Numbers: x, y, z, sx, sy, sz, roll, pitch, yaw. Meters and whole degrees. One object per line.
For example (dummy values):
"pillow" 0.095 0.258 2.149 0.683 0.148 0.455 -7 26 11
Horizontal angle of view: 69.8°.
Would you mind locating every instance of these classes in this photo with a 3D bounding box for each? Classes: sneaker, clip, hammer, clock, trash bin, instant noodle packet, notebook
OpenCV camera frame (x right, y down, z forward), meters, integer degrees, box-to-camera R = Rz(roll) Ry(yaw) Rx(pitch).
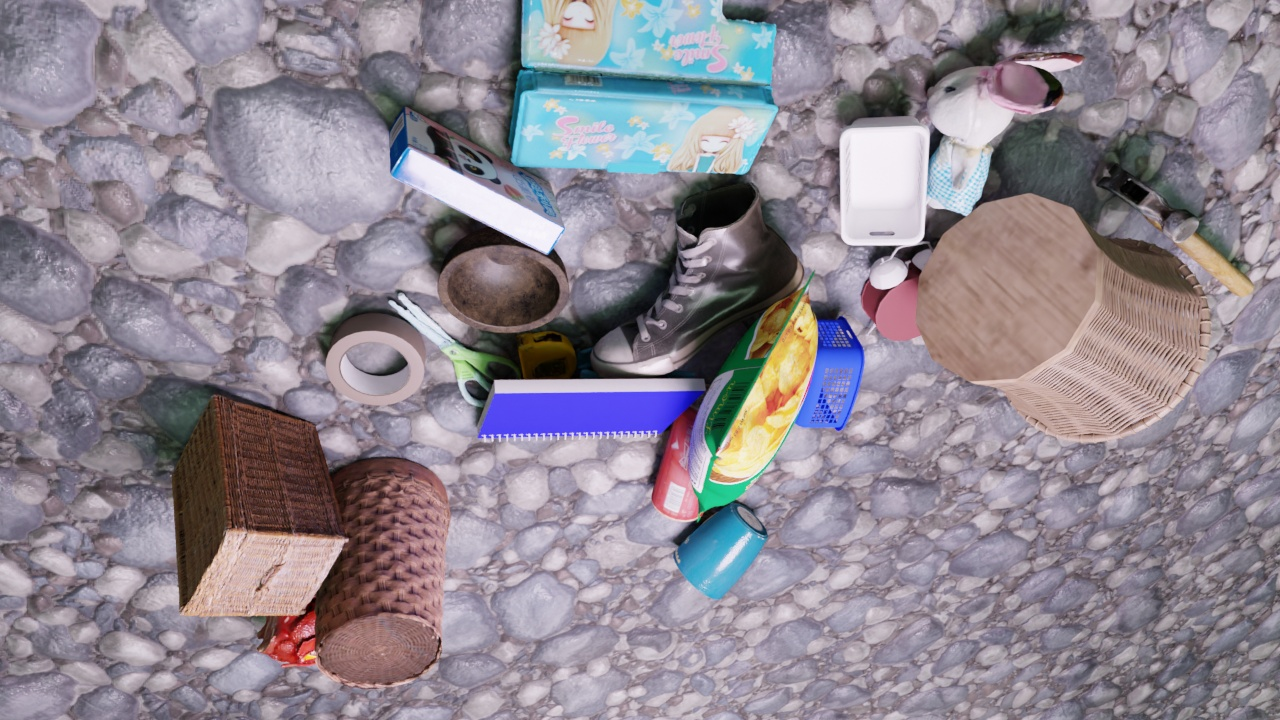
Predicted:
"sneaker" 0.038 -0.074 0.908 0.235 0.095 0.120 -28 126 9
"clip" -0.004 0.017 0.966 0.127 0.113 0.028 4 122 -3
"hammer" 0.618 -0.133 1.031 0.330 0.132 0.033 18 119 -39
"clock" 0.291 -0.076 1.008 0.087 0.044 0.125 -10 128 -9
"trash bin" -0.272 0.227 0.970 0.151 0.210 0.151 -8 129 -10
"instant noodle packet" 0.111 0.047 0.921 0.090 0.195 0.253 27 158 11
"notebook" -0.059 0.053 0.965 0.209 0.022 0.172 0 160 -16

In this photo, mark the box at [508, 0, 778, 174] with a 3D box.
"box" 0.007 -0.240 0.790 0.227 0.074 0.181 -1 127 -15

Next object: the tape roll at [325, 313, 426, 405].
"tape roll" -0.261 0.000 0.909 0.093 0.030 0.094 -4 129 -5

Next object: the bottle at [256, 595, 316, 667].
"bottle" -0.387 0.319 1.081 0.111 0.099 0.099 30 113 -37

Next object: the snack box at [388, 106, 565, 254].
"snack box" -0.141 -0.155 0.796 0.154 0.088 0.033 24 117 -30

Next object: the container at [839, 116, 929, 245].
"container" 0.238 -0.180 0.897 0.081 0.049 0.129 2 130 15

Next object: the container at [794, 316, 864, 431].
"container" 0.197 0.015 1.019 0.058 0.096 0.114 0 126 -11

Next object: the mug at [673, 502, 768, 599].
"mug" 0.114 0.240 1.184 0.104 0.084 0.112 -50 152 15

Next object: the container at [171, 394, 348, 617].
"container" -0.372 0.142 0.886 0.112 0.198 0.114 17 117 -40

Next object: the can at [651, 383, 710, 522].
"can" 0.060 0.110 1.068 0.067 0.067 0.170 1 125 -17

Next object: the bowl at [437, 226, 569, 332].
"bowl" -0.129 -0.086 0.868 0.121 0.056 0.121 -3 143 -2

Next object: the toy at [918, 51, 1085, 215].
"toy" 0.318 -0.224 0.893 0.105 0.130 0.206 39 141 9

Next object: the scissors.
"scissors" -0.189 -0.015 0.938 0.072 0.033 0.175 -31 132 13

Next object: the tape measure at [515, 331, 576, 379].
"tape measure" -0.097 0.001 0.965 0.059 0.030 0.068 -10 129 -6

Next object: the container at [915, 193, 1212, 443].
"container" 0.418 -0.045 0.932 0.196 0.226 0.227 17 120 -36
